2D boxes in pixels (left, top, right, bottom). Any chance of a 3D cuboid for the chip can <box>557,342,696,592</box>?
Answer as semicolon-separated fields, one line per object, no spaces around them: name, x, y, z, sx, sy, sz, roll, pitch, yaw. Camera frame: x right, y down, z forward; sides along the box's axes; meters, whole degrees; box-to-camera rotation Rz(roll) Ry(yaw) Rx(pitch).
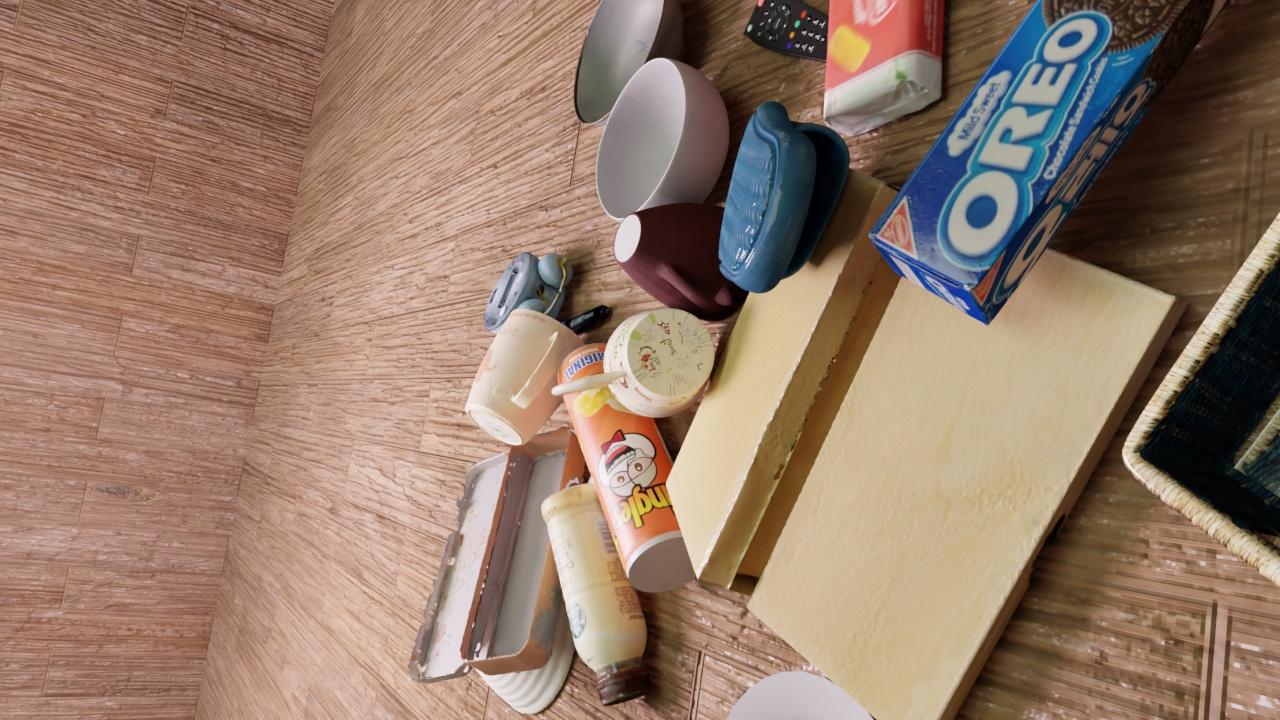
chip can;-0.010;0.075;0.713;0.062;0.062;0.210;-58;36;29

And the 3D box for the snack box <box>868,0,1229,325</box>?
snack box;0.192;-0.126;0.397;0.059;0.059;0.226;40;98;31

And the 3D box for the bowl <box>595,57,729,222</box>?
bowl;0.024;-0.169;0.742;0.132;0.064;0.131;-28;56;52

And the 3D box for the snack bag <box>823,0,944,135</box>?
snack bag;0.152;-0.207;0.575;0.077;0.036;0.115;-13;69;57

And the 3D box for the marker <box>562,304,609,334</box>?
marker;-0.065;-0.033;0.888;0.123;0.015;0.018;-21;58;55

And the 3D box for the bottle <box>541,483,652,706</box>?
bottle;-0.032;0.179;0.706;0.057;0.056;0.162;-42;56;44

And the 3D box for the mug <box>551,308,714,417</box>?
mug;-0.004;0.004;0.644;0.097;0.122;0.081;131;124;-84

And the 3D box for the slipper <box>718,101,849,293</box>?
slipper;0.078;-0.085;0.509;0.213;0.059;0.104;-74;0;-71

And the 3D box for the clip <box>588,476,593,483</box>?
clip;-0.033;0.126;0.778;0.022;0.035;0.057;-15;62;60

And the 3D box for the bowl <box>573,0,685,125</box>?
bowl;-0.001;-0.276;0.828;0.151;0.056;0.150;-31;52;51

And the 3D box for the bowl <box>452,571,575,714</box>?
bowl;-0.129;0.231;0.844;0.178;0.070;0.177;-27;57;51

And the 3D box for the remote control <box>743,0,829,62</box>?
remote control;0.115;-0.242;0.672;0.039;0.010;0.124;-66;33;19

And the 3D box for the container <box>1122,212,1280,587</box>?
container;0.269;-0.001;0.276;0.188;0.071;0.145;-65;33;20

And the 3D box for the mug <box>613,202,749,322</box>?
mug;0.031;-0.071;0.672;0.087;0.088;0.114;-59;36;28

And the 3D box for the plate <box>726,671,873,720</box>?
plate;0.096;0.266;0.514;0.173;0.019;0.172;-28;57;52

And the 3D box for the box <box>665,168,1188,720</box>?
box;0.120;0.031;0.512;0.261;0.096;0.248;40;115;49

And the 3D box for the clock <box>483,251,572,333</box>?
clock;-0.109;-0.062;0.920;0.125;0.051;0.088;-11;54;58

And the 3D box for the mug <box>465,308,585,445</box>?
mug;-0.100;0.015;0.821;0.104;0.085;0.112;-61;16;-23

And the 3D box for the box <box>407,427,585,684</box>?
box;-0.125;0.166;0.795;0.149;0.043;0.215;-15;46;26
